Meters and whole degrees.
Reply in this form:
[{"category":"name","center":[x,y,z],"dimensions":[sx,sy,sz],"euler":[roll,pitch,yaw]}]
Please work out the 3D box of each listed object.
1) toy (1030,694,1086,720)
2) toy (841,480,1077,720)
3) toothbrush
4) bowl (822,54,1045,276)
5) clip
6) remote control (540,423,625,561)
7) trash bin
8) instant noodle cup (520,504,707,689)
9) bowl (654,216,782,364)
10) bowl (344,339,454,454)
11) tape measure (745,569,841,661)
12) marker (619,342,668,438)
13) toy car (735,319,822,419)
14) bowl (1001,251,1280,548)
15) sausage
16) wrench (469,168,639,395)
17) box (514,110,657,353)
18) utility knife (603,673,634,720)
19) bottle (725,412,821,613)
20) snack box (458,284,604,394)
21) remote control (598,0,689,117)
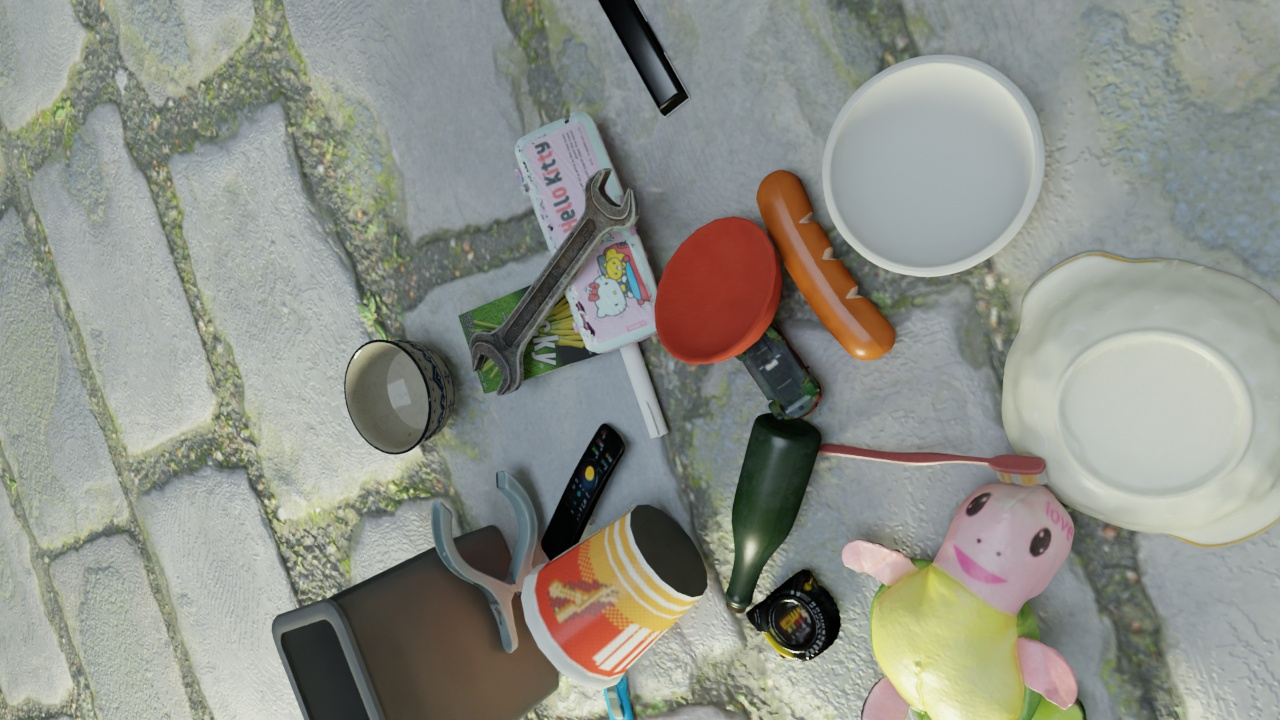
[{"category":"toy","center":[0.281,0.287,0.686],"dimensions":[0.115,0.046,0.092],"euler":[-21,88,38]},{"category":"toy","center":[0.232,0.195,0.671],"dimensions":[0.190,0.087,0.238],"euler":[29,110,47]},{"category":"toothbrush","center":[0.208,0.074,0.685],"dimensions":[0.185,0.015,0.016],"euler":[2,132,44]},{"category":"bowl","center":[0.207,-0.136,0.649],"dimensions":[0.150,0.043,0.149],"euler":[6,102,29]},{"category":"clip","center":[-0.114,0.180,0.889],"dimensions":[0.029,0.142,0.172],"euler":[-9,112,54]},{"category":"remote control","center":[-0.054,0.129,0.861],"dimensions":[0.041,0.020,0.152],"euler":[48,121,42]},{"category":"trash bin","center":[-0.200,0.280,0.859],"dimensions":[0.098,0.219,0.192],"euler":[-24,87,31]},{"category":"instant noodle cup","center":[-0.017,0.199,0.803],"dimensions":[0.121,0.123,0.123],"euler":[-43,77,21]},{"category":"bowl","center":[0.067,-0.051,0.729],"dimensions":[0.122,0.035,0.121],"euler":[-20,60,39]},{"category":"bowl","center":[-0.236,0.032,0.927],"dimensions":[0.116,0.059,0.115],"euler":[6,102,29]},{"category":"tape measure","center":[0.134,0.214,0.762],"dimensions":[0.067,0.038,0.062],"euler":[-48,67,25]},{"category":"marker","center":[-0.005,0.005,0.811],"dimensions":[0.017,0.020,0.133],"euler":[-19,89,18]},{"category":"toy car","center":[0.109,0.005,0.734],"dimensions":[0.042,0.036,0.091],"euler":[-39,72,24]},{"category":"bowl","center":[0.332,0.031,0.599],"dimensions":[0.189,0.060,0.219],"euler":[-38,81,31]},{"category":"sausage","center":[0.138,-0.072,0.703],"dimensions":[0.044,0.039,0.164],"euler":[-31,83,5]},{"category":"wrench","center":[-0.080,-0.059,0.782],"dimensions":[0.070,0.010,0.274],"euler":[55,132,15]},{"category":"box","center":[-0.044,-0.108,0.783],"dimensions":[0.086,0.044,0.202],"euler":[-20,88,4]},{"category":"utility knife","center":[-0.015,0.355,0.887],"dimensions":[0.031,0.015,0.158],"euler":[-14,94,36]},{"category":"bottle","center":[0.100,0.132,0.756],"dimensions":[0.055,0.055,0.174],"euler":[22,111,25]},{"category":"snack box","center":[-0.097,-0.027,0.855],"dimensions":[0.148,0.025,0.080],"euler":[-19,90,31]},{"category":"remote control","center":[0.000,-0.263,0.763],"dimensions":[0.028,0.011,0.124],"euler":[-32,83,31]}]
